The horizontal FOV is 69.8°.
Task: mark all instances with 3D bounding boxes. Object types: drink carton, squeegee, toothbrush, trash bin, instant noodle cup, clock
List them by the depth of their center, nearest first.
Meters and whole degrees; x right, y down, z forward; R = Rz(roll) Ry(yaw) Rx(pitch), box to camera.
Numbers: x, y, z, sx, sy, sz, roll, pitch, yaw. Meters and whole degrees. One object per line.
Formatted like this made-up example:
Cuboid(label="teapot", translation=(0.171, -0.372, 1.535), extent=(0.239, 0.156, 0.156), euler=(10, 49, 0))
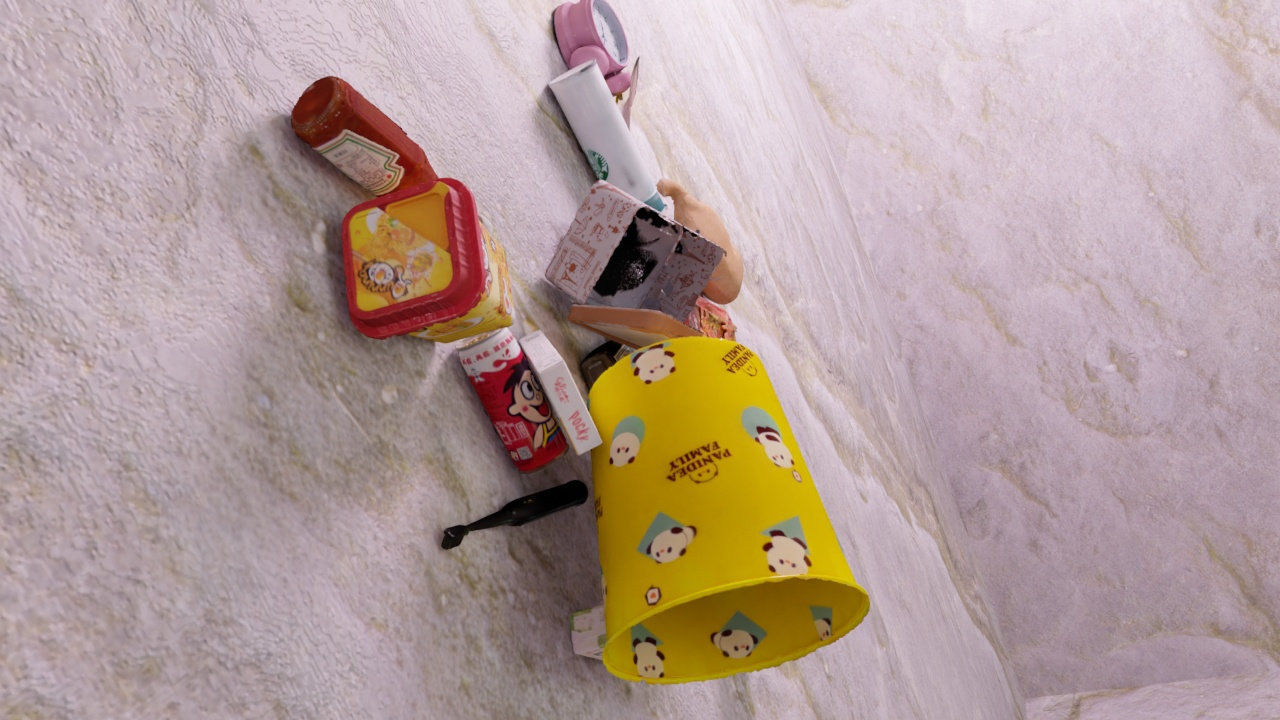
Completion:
Cuboid(label="instant noodle cup", translation=(-0.164, -0.070, 0.747), extent=(0.123, 0.116, 0.116), euler=(38, 39, -69))
Cuboid(label="toothbrush", translation=(-0.109, 0.137, 0.820), extent=(0.026, 0.027, 0.212), euler=(32, 16, 21))
Cuboid(label="trash bin", translation=(0.058, 0.133, 0.843), extent=(0.229, 0.230, 0.254), euler=(41, 29, -49))
Cuboid(label="drink carton", translation=(-0.014, 0.267, 0.897), extent=(0.122, 0.054, 0.045), euler=(37, 38, -51))
Cuboid(label="instant noodle cup", translation=(0.083, 0.010, 1.238), extent=(0.164, 0.079, 0.188), euler=(22, 56, -60))
Cuboid(label="clock", translation=(-0.060, -0.417, 1.240), extent=(0.117, 0.060, 0.158), euler=(17, 62, -61))
Cuboid(label="squeegee", translation=(-0.002, -0.270, 1.278), extent=(0.247, 0.040, 0.249), euler=(-107, -173, -84))

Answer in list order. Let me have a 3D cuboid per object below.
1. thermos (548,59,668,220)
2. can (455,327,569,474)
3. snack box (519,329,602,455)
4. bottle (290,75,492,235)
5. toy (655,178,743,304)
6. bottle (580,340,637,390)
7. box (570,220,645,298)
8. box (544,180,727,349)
Cuboid(label="thermos", translation=(-0.039, -0.266, 1.181), extent=(0.224, 0.073, 0.073), euler=(62, 27, -22))
Cuboid(label="can", translation=(-0.116, 0.034, 0.834), extent=(0.133, 0.053, 0.053), euler=(65, 26, -17))
Cuboid(label="snack box", translation=(-0.077, 0.025, 0.862), extent=(0.085, 0.027, 0.157), euler=(66, -7, -17))
Cuboid(label="bottle", translation=(-0.200, -0.157, 0.780), extent=(0.206, 0.060, 0.059), euler=(39, 41, -51))
Cuboid(label="toy", translation=(0.092, -0.176, 1.365), extent=(0.226, 0.082, 0.143), euler=(53, 18, -46))
Cuboid(label="bottle", translation=(-0.006, 0.006, 1.095), extent=(0.080, 0.044, 0.194), euler=(62, 23, 0))
Cuboid(label="box", translation=(-0.038, -0.121, 1.122), extent=(0.075, 0.081, 0.163), euler=(51, 11, 35))
Cuboid(label="box", translation=(0.025, -0.072, 1.000), extent=(0.182, 0.192, 0.156), euler=(18, 103, -51))
